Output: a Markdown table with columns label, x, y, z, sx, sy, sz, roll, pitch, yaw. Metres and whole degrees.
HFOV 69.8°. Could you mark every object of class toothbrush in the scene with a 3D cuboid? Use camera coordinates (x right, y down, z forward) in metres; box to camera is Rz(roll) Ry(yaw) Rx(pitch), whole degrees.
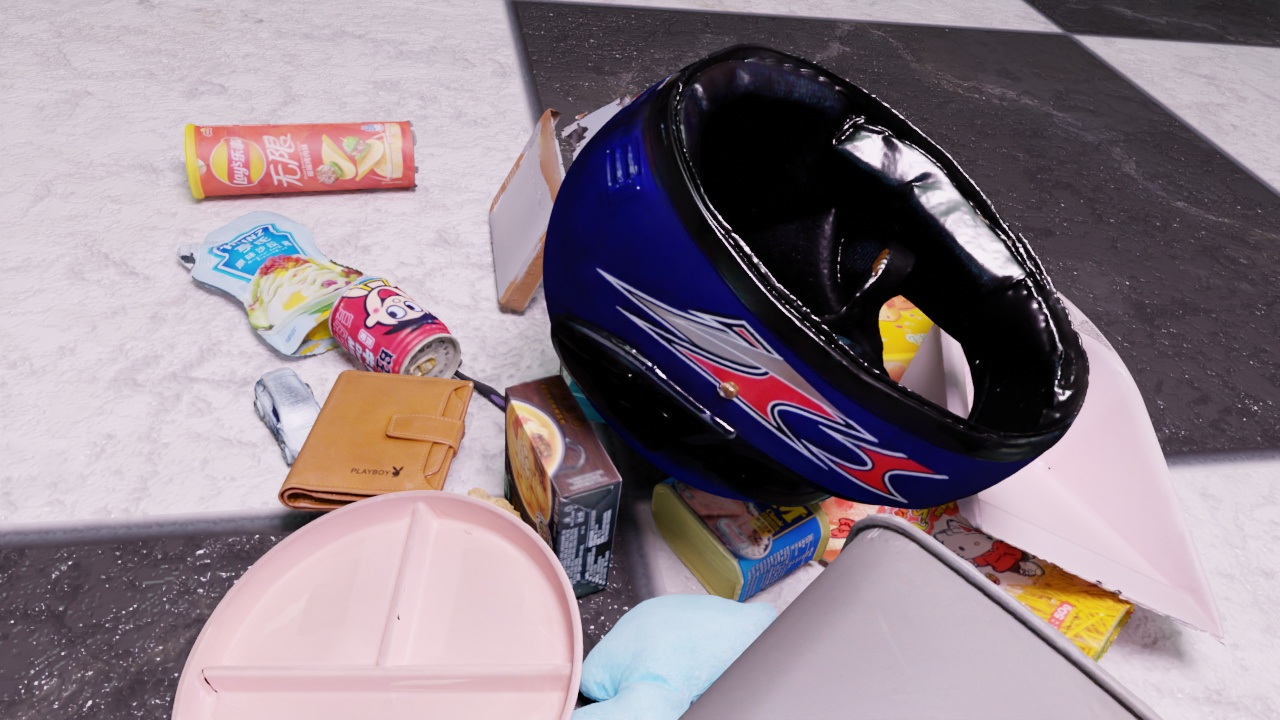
| label | x | y | z | sx | sy | sz | roll | pitch | yaw |
| --- | --- | --- | --- | --- | --- | --- | --- | --- | --- |
| toothbrush | -0.106 | 0.037 | 0.736 | 0.189 | 0.014 | 0.016 | 34 | 33 | 25 |

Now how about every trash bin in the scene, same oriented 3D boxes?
| label | x | y | z | sx | sy | sz | roll | pitch | yaw |
| --- | --- | --- | --- | --- | --- | --- | --- | --- | --- |
| trash bin | 0.096 | 0.231 | 0.430 | 0.219 | 0.199 | 0.199 | -31 | 53 | -28 |

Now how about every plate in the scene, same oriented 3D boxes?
| label | x | y | z | sx | sy | sz | roll | pitch | yaw |
| --- | --- | --- | --- | --- | --- | --- | --- | --- | --- |
| plate | -0.144 | 0.176 | 0.514 | 0.229 | 0.028 | 0.229 | -5 | 49 | 5 |

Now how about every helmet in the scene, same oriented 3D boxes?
| label | x | y | z | sx | sy | sz | roll | pitch | yaw |
| --- | --- | --- | --- | --- | --- | --- | --- | --- | --- |
| helmet | 0.082 | -0.024 | 0.584 | 0.315 | 0.241 | 0.246 | 46 | 55 | 8 |

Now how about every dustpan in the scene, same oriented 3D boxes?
| label | x | y | z | sx | sy | sz | roll | pitch | yaw |
| --- | --- | --- | --- | --- | --- | --- | --- | --- | --- |
| dustpan | 0.304 | 0.035 | 0.664 | 0.222 | 0.139 | 0.273 | 24 | 19 | -20 |

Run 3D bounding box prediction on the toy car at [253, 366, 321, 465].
| label | x | y | z | sx | sy | sz | roll | pitch | yaw |
| --- | --- | --- | --- | --- | --- | --- | --- | --- | --- |
| toy car | -0.257 | 0.041 | 0.685 | 0.042 | 0.034 | 0.090 | -19 | 50 | -33 |

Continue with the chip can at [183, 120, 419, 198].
| label | x | y | z | sx | sy | sz | roll | pitch | yaw |
| --- | --- | --- | --- | --- | --- | --- | --- | --- | --- |
| chip can | -0.336 | -0.205 | 0.922 | 0.216 | 0.073 | 0.073 | -7 | 44 | -19 |

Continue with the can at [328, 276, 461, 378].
| label | x | y | z | sx | sy | sz | roll | pitch | yaw |
| --- | --- | --- | --- | --- | --- | --- | --- | --- | --- |
| can | -0.197 | -0.018 | 0.738 | 0.094 | 0.067 | 0.066 | 36 | 47 | 26 |

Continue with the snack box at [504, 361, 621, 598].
| label | x | y | z | sx | sy | sz | roll | pitch | yaw |
| --- | --- | --- | --- | --- | --- | --- | --- | --- | --- |
| snack box | -0.056 | 0.078 | 0.620 | 0.053 | 0.113 | 0.125 | -13 | 45 | -23 |

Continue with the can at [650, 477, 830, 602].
| label | x | y | z | sx | sy | sz | roll | pitch | yaw |
| --- | --- | --- | --- | --- | --- | --- | --- | --- | --- |
| can | 0.068 | 0.114 | 0.650 | 0.083 | 0.057 | 0.102 | -23 | 50 | -29 |

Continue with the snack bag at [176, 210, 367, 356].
| label | x | y | z | sx | sy | sz | roll | pitch | yaw |
| --- | --- | --- | --- | --- | --- | --- | --- | --- | --- |
| snack bag | -0.317 | -0.075 | 0.805 | 0.191 | 0.039 | 0.110 | 34 | 57 | 27 |

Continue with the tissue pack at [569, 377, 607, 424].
| label | x | y | z | sx | sy | sz | roll | pitch | yaw |
| --- | --- | --- | --- | --- | --- | --- | --- | --- | --- |
| tissue pack | -0.005 | 0.004 | 0.765 | 0.093 | 0.050 | 0.133 | 13 | 41 | 2 |

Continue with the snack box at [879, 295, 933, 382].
| label | x | y | z | sx | sy | sz | roll | pitch | yaw |
| --- | --- | --- | --- | --- | --- | --- | --- | --- | --- |
| snack box | 0.169 | -0.024 | 0.807 | 0.209 | 0.070 | 0.157 | -2 | 40 | -19 |

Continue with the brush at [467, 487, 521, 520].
| label | x | y | z | sx | sy | sz | roll | pitch | yaw |
| --- | --- | --- | --- | --- | --- | --- | --- | --- | --- |
| brush | -0.105 | 0.183 | 0.552 | 0.083 | 0.046 | 0.254 | -1 | 46 | -12 |

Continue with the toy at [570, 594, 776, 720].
| label | x | y | z | sx | sy | sz | roll | pitch | yaw |
| --- | --- | --- | --- | --- | --- | --- | --- | --- | --- |
| toy | 0.007 | 0.186 | 0.544 | 0.161 | 0.050 | 0.156 | -15 | 20 | 5 |

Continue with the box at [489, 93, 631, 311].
| label | x | y | z | sx | sy | sz | roll | pitch | yaw |
| --- | --- | --- | --- | --- | --- | --- | --- | --- | --- |
| box | -0.062 | -0.132 | 0.869 | 0.188 | 0.155 | 0.182 | -26 | 40 | 15 |

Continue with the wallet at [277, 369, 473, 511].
| label | x | y | z | sx | sy | sz | roll | pitch | yaw |
| --- | --- | --- | --- | --- | --- | --- | --- | --- | --- |
| wallet | -0.179 | 0.055 | 0.644 | 0.108 | 0.031 | 0.131 | 3 | 35 | 1 |

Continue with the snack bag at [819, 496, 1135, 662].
| label | x | y | z | sx | sy | sz | roll | pitch | yaw |
| --- | --- | --- | --- | --- | --- | --- | --- | --- | --- |
| snack bag | 0.228 | 0.146 | 0.650 | 0.128 | 0.073 | 0.208 | -29 | 46 | -36 |
